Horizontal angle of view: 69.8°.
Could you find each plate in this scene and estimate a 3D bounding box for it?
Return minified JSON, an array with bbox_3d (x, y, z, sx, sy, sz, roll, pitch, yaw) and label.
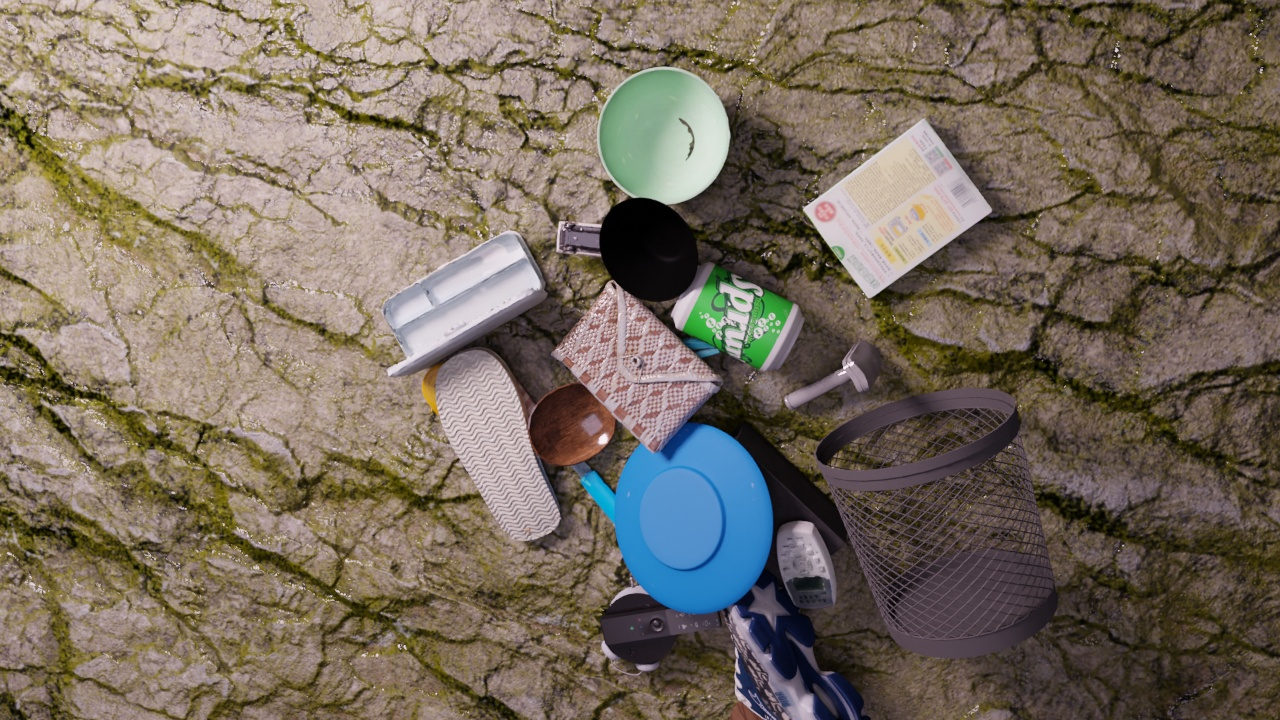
[{"bbox_3d":[0.052,0.186,1.083,0.225,0.024,0.224,-4,84,36],"label":"plate"}]

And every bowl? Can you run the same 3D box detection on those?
[{"bbox_3d":[0.019,-0.134,1.052,0.124,0.052,0.124,14,122,23],"label":"bowl"},{"bbox_3d":[0.030,-0.255,1.058,0.151,0.077,0.151,1,99,8],"label":"bowl"},{"bbox_3d":[-0.087,0.077,1.142,0.114,0.026,0.102,-24,107,-15],"label":"bowl"},{"bbox_3d":[0.172,0.482,1.176,0.119,0.032,0.119,1,99,8],"label":"bowl"}]

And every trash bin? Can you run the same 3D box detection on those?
[{"bbox_3d":[0.334,0.178,1.019,0.218,0.217,0.227,-19,100,10],"label":"trash bin"}]

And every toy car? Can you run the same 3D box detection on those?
[{"bbox_3d":[-0.043,-0.143,1.104,0.113,0.039,0.039,6,100,2],"label":"toy car"}]

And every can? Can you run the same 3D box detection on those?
[{"bbox_3d":[0.113,-0.051,1.073,0.140,0.087,0.088,27,101,3],"label":"can"}]

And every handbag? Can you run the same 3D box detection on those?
[{"bbox_3d":[-0.007,0.006,1.091,0.186,0.047,0.124,44,106,11],"label":"handbag"},{"bbox_3d":[0.122,0.209,1.135,0.176,0.072,0.196,43,113,0],"label":"handbag"}]

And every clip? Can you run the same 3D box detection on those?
[{"bbox_3d":[0.027,0.003,1.126,0.122,0.033,0.120,25,98,4],"label":"clip"}]

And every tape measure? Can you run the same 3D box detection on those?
[{"bbox_3d":[-0.247,0.033,1.165,0.068,0.030,0.059,-33,94,5],"label":"tape measure"}]

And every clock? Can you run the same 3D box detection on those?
[{"bbox_3d":[-0.002,0.348,1.178,0.094,0.035,0.123,19,102,5],"label":"clock"}]

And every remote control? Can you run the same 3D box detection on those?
[{"bbox_3d":[0.025,0.327,1.145,0.150,0.013,0.034,-11,97,9],"label":"remote control"},{"bbox_3d":[0.194,0.239,1.073,0.060,0.028,0.114,-7,114,23],"label":"remote control"}]

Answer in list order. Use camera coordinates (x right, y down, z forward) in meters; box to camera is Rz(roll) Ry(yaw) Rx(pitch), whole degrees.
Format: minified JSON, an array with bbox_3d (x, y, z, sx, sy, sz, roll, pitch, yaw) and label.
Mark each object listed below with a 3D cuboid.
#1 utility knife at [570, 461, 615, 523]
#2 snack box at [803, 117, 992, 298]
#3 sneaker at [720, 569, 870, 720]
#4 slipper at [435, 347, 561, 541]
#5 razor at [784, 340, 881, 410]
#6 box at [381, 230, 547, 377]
[{"bbox_3d":[-0.043,0.173,1.166,0.031,0.015,0.220,-38,95,8],"label":"utility knife"},{"bbox_3d":[0.295,-0.174,1.060,0.168,0.027,0.132,-36,92,12],"label":"snack box"},{"bbox_3d":[0.153,0.375,1.109,0.133,0.103,0.269,-36,88,40],"label":"sneaker"},{"bbox_3d":[-0.171,0.104,1.155,0.115,0.052,0.263,-19,107,4],"label":"slipper"},{"bbox_3d":[0.222,0.027,1.086,0.116,0.088,0.047,-30,94,30],"label":"razor"},{"bbox_3d":[-0.223,-0.073,1.112,0.210,0.129,0.105,-29,93,5],"label":"box"}]
